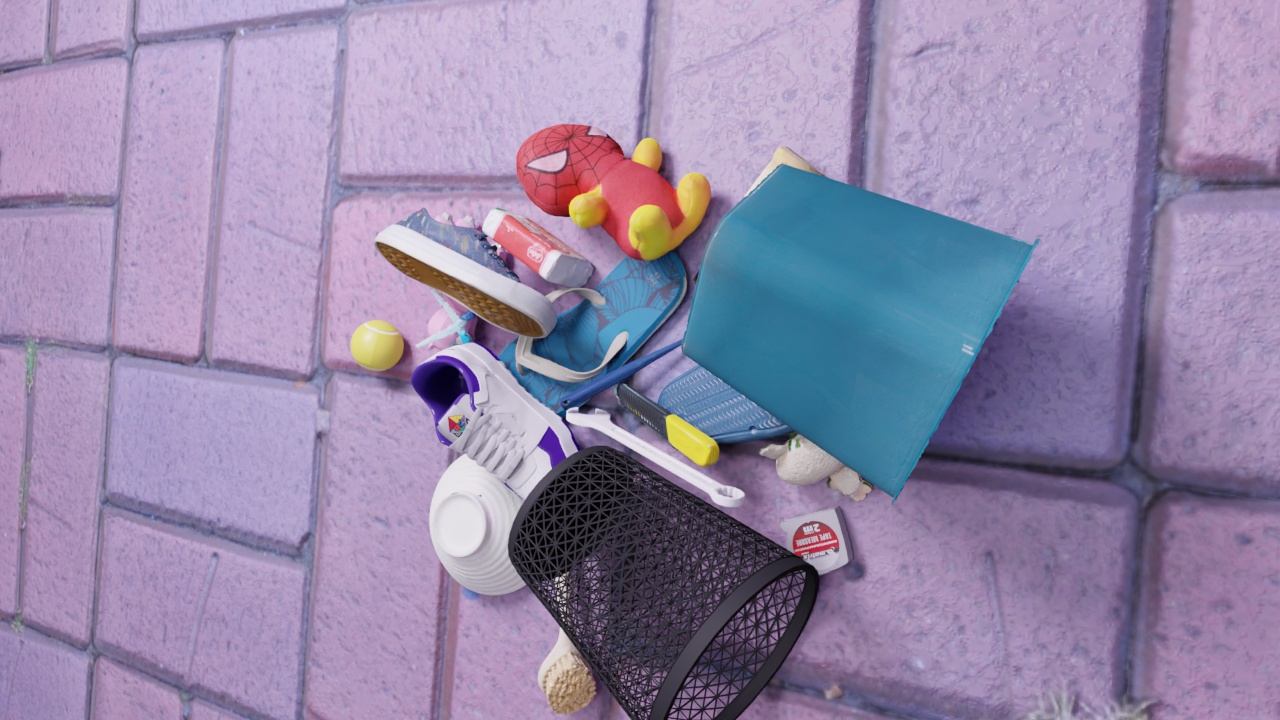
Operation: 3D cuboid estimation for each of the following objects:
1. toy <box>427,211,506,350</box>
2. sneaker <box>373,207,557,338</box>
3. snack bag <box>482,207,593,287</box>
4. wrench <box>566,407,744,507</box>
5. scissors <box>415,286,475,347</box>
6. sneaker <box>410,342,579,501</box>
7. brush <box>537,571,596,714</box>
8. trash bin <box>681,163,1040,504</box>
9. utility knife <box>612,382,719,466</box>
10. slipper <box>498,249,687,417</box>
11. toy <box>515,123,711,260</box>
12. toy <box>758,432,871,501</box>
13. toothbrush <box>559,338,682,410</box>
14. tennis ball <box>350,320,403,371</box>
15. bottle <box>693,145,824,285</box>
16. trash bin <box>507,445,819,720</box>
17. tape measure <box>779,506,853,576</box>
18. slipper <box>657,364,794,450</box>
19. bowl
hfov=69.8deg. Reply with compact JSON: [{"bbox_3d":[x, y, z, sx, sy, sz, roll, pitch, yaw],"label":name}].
[{"bbox_3d":[-0.226,-0.090,1.112,0.123,0.067,0.158,37,110,27],"label":"toy"},{"bbox_3d":[-0.182,-0.106,1.009,0.235,0.087,0.079,28,68,19],"label":"sneaker"},{"bbox_3d":[-0.117,-0.128,1.041,0.116,0.077,0.036,37,104,25],"label":"snack bag"},{"bbox_3d":[0.009,0.093,0.934,0.274,0.047,0.009,24,112,50],"label":"wrench"},{"bbox_3d":[-0.206,-0.042,1.076,0.133,0.014,0.127,-34,104,14],"label":"scissors"},{"bbox_3d":[-0.160,0.078,1.000,0.244,0.111,0.092,48,113,16],"label":"sneaker"},{"bbox_3d":[-0.086,0.256,1.031,0.077,0.062,0.272,-14,76,57],"label":"brush"},{"bbox_3d":[0.171,-0.038,0.763,0.219,0.198,0.197,29,136,17],"label":"trash bin"},{"bbox_3d":[0.019,0.061,0.957,0.174,0.020,0.029,33,119,43],"label":"utility knife"},{"bbox_3d":[-0.071,-0.023,1.025,0.296,0.060,0.118,-38,74,24],"label":"slipper"},{"bbox_3d":[-0.040,-0.183,0.977,0.216,0.147,0.099,30,131,25],"label":"toy"},{"bbox_3d":[0.170,0.094,0.882,0.087,0.112,0.050,-47,29,41],"label":"toy"},{"bbox_3d":[-0.006,0.006,0.987,0.190,0.017,0.016,-28,82,14],"label":"toothbrush"},{"bbox_3d":[-0.336,-0.019,1.172,0.065,0.065,0.065,-1,88,30],"label":"tennis ball"},{"bbox_3d":[0.115,-0.133,0.920,0.056,0.056,0.162,44,110,23],"label":"bottle"},{"bbox_3d":[0.009,0.216,0.897,0.243,0.216,0.217,35,106,33],"label":"trash bin"},{"bbox_3d":[0.174,0.178,0.900,0.060,0.020,0.062,-21,79,28],"label":"tape measure"},{"bbox_3d":[0.101,0.034,0.925,0.214,0.059,0.103,-21,77,43],"label":"slipper"},{"bbox_3d":[-0.192,0.189,1.071,0.178,0.070,0.177,-2,84,24],"label":"bowl"}]
